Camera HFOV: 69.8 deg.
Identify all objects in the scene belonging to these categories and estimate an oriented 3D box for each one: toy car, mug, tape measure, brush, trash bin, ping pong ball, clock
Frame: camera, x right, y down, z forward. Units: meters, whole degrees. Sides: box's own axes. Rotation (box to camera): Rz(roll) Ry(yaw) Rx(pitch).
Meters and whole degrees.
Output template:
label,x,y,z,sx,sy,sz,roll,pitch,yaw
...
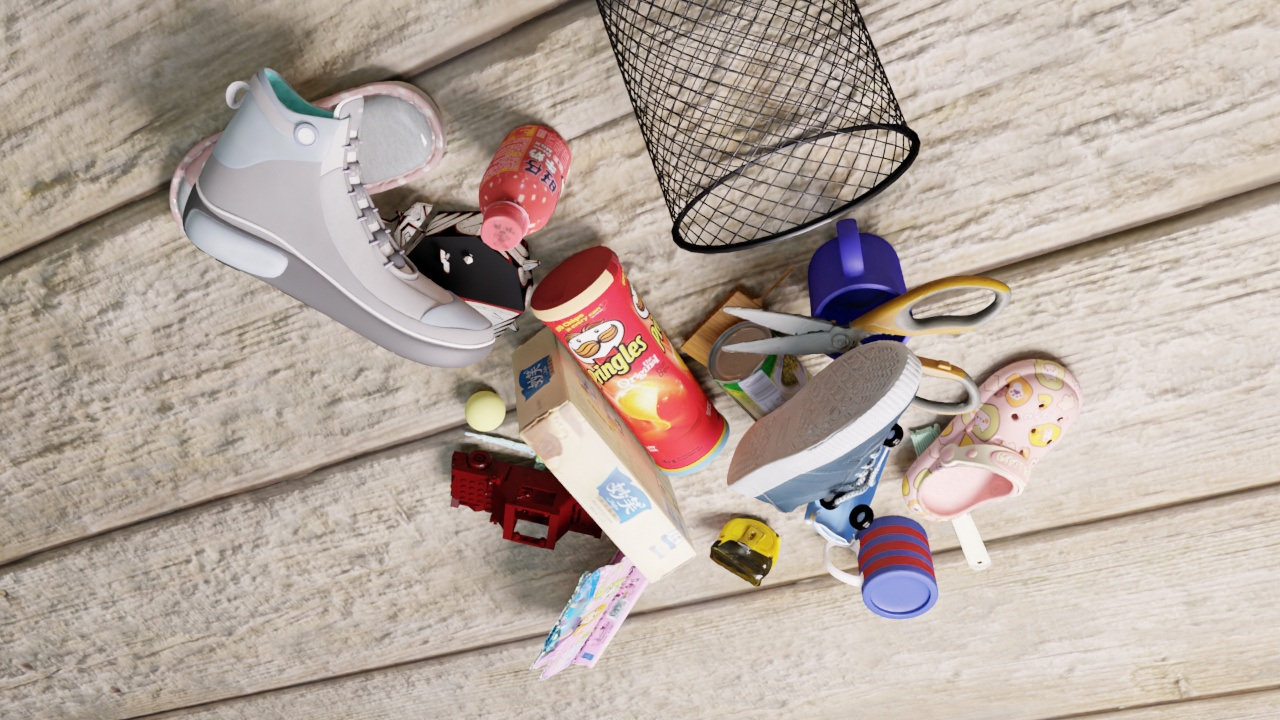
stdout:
label,x,y,z,sx,sy,sz,roll,pitch,yaw
toy car,0.193,0.095,0.845,0.056,0.153,0.055,34,161,-27
toy car,-0.119,0.148,0.952,0.170,0.061,0.070,12,130,1
mug,0.247,0.214,0.955,0.112,0.076,0.075,5,127,4
tape measure,0.114,0.196,0.967,0.065,0.064,0.037,30,139,22
brush,0.321,0.146,0.937,0.033,0.012,0.218,-19,123,20
brush,0.092,-0.042,0.824,0.048,0.017,0.127,34,123,-17
trash bin,0.066,-0.210,0.614,0.184,0.183,0.210,-18,116,19
mug,0.177,-0.065,0.755,0.079,0.083,0.111,-9,124,14
ping pong ball,-0.154,0.050,0.911,0.040,0.040,0.040,4,126,5
clock,-0.173,-0.075,0.806,0.154,0.064,0.115,18,126,-7

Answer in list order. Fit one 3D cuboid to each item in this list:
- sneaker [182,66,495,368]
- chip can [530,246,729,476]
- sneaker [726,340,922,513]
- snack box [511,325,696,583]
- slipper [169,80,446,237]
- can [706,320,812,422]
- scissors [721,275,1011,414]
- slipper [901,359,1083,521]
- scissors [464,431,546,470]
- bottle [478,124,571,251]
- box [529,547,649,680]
label,x,y,z,sx,sy,sz,roll,pitch,yaw
sneaker,-0.209,-0.110,0.712,0.256,0.093,0.161,27,107,-10
chip can,-0.005,0.005,0.830,0.087,0.086,0.213,-23,121,22
sneaker,0.157,0.068,0.741,0.087,0.089,0.236,30,146,-11
snack box,-0.037,0.084,0.846,0.055,0.153,0.207,-33,117,7
slipper,-0.288,-0.154,0.770,0.275,0.054,0.114,-18,121,19
can,0.119,0.024,0.825,0.067,0.067,0.121,-27,130,24
scissors,0.179,-0.025,0.721,0.225,0.016,0.176,18,128,-3
slipper,0.328,0.091,0.843,0.093,0.081,0.198,29,117,-17
scissors,-0.100,0.098,0.958,0.171,0.021,0.173,18,131,-9
bottle,-0.093,-0.131,0.710,0.062,0.137,0.062,4,128,5
box,-0.038,0.262,0.984,0.062,0.160,0.231,35,126,10
